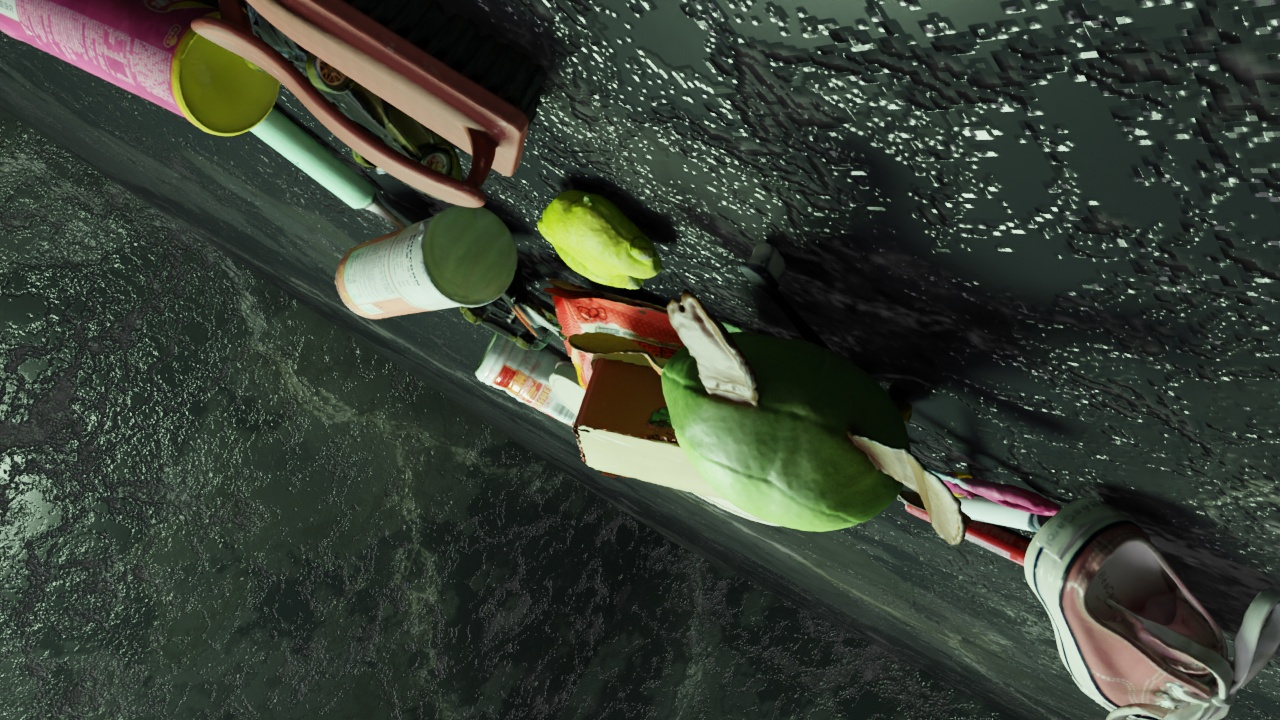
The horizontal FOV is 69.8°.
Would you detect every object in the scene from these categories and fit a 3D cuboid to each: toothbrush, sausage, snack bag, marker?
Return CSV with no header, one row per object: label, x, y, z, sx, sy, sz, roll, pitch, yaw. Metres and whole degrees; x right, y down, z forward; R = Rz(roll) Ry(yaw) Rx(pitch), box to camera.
toothbrush,-0.247,-0.151,0.739,0.027,0.026,0.224,-7,146,42
sausage,0.264,0.134,0.675,0.156,0.020,0.020,25,167,28
toothbrush,0.096,-0.012,0.495,0.016,0.018,0.181,22,168,38
snack bag,-0.004,0.004,0.707,0.128,0.073,0.208,22,159,10
marker,0.232,0.101,0.623,0.022,0.018,0.131,7,175,-16

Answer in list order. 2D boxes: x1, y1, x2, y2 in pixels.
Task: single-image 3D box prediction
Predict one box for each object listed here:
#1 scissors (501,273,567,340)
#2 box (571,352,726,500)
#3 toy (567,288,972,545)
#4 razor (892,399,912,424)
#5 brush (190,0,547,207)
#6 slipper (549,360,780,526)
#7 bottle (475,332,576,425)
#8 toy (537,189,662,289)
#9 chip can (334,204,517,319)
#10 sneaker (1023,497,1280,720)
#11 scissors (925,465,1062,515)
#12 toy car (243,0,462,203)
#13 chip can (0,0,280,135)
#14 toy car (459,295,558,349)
scissors,-0.074,-0.031,0.690,0.235,0.021,0.137,42,171,49
box,0.041,0.058,0.629,0.168,0.079,0.091,12,153,11
toy,0.068,0.032,0.466,0.227,0.090,0.247,29,178,1
razor,0.146,0.039,0.548,0.043,0.028,0.132,7,168,9
brush,-0.116,-0.127,0.396,0.146,0.069,0.063,32,168,-6
slipper,0.033,0.068,0.865,0.274,0.054,0.114,28,156,22
bottle,-0.085,0.035,1.033,0.197,0.068,0.068,29,169,-12
toy,-0.026,-0.067,0.524,0.097,0.031,0.100,28,169,22
chip can,-0.176,-0.071,0.719,0.071,0.071,0.215,37,160,-28
sneaker,0.302,0.168,0.530,0.241,0.118,0.088,46,-178,-37
scissors,0.191,0.073,0.548,0.125,0.017,0.133,15,176,37
toy car,-0.151,-0.140,0.501,0.070,0.042,0.158,24,166,31
chip can,-0.324,-0.208,0.578,0.211,0.071,0.071,26,168,23
toy car,-0.118,-0.044,0.819,0.091,0.043,0.036,28,-166,-30
